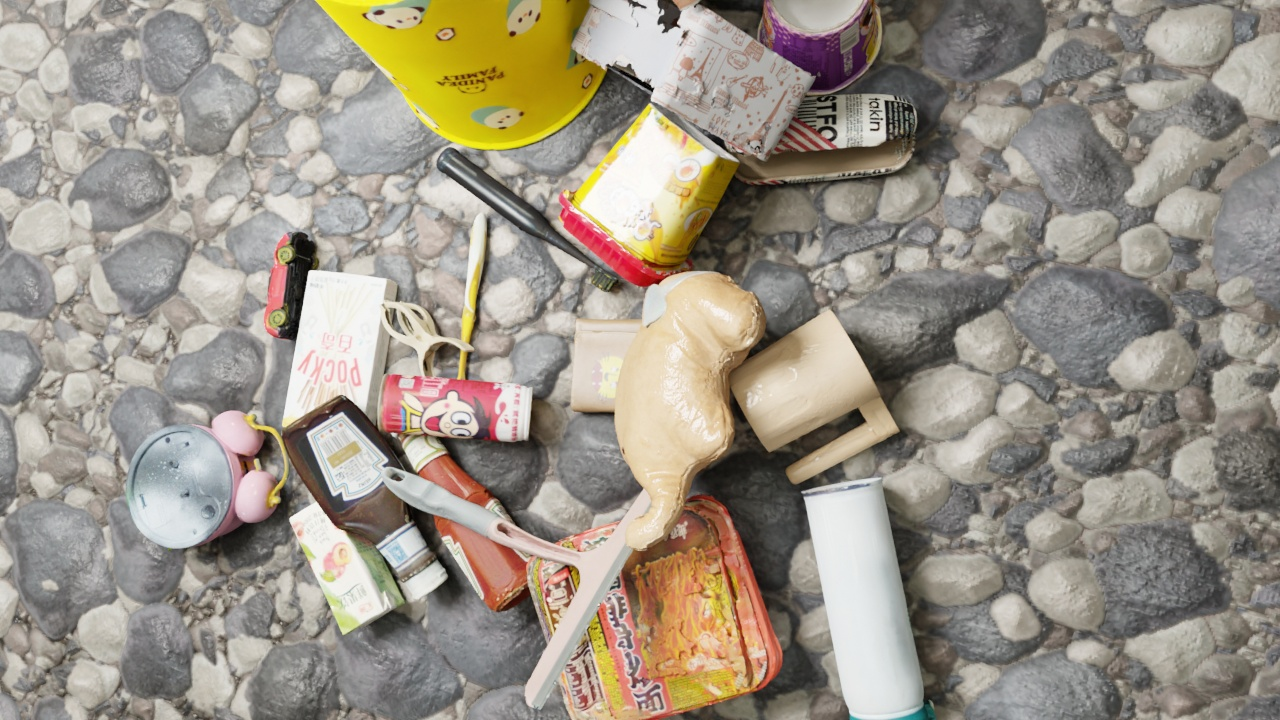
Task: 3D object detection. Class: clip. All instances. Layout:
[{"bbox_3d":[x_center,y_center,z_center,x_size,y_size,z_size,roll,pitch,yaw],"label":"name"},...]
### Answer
[{"bbox_3d":[-0.204,-0.024,0.862,0.097,0.034,0.061,45,105,18],"label":"clip"}]

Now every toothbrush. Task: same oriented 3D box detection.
[{"bbox_3d":[-0.159,-0.046,0.868,0.018,0.016,0.191,4,86,38],"label":"toothbrush"},{"bbox_3d":[-0.106,-0.132,0.862,0.212,0.026,0.027,38,84,12],"label":"toothbrush"}]

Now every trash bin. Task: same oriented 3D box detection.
[{"bbox_3d":[-0.160,-0.327,0.772,0.230,0.255,0.229,-1,85,12],"label":"trash bin"}]

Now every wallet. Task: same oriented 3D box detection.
[{"bbox_3d":[-0.005,0.005,0.827,0.115,0.033,0.090,2,86,15],"label":"wallet"}]

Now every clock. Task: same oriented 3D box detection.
[{"bbox_3d":[-0.412,0.114,0.887,0.159,0.059,0.117,-23,80,10],"label":"clock"}]

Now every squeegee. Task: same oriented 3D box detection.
[{"bbox_3d":[-0.117,0.139,0.770,0.250,0.040,0.246,17,53,25],"label":"squeegee"}]

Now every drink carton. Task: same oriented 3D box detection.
[{"bbox_3d":[-0.273,0.188,0.859,0.053,0.045,0.122,-33,79,13],"label":"drink carton"}]

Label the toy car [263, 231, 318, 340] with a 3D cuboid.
[{"bbox_3d":[-0.342,-0.073,0.893,0.031,0.049,0.106,7,88,10],"label":"toy car"}]

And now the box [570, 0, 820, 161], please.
[{"bbox_3d":[0.054,-0.296,0.728,0.192,0.156,0.183,-59,39,16],"label":"box"}]

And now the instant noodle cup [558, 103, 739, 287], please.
[{"bbox_3d":[0.013,-0.142,0.782,0.116,0.115,0.124,41,109,12],"label":"instant noodle cup"}]

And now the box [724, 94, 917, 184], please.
[{"bbox_3d":[0.158,-0.191,0.808,0.164,0.081,0.074,-5,53,12],"label":"box"}]

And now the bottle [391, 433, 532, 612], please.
[{"bbox_3d":[-0.164,0.130,0.837,0.060,0.059,0.206,-40,73,6],"label":"bottle"}]

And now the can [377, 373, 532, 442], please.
[{"bbox_3d":[-0.165,0.043,0.827,0.132,0.053,0.053,5,86,-6],"label":"can"}]

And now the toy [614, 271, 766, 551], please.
[{"bbox_3d":[0.027,0.038,0.738,0.082,0.143,0.226,16,90,-26],"label":"toy"}]

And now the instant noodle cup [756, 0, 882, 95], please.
[{"bbox_3d":[0.152,-0.299,0.786,0.112,0.099,0.111,-1,84,13],"label":"instant noodle cup"}]

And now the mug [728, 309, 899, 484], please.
[{"bbox_3d":[0.145,0.035,0.776,0.104,0.084,0.124,-30,107,9],"label":"mug"}]

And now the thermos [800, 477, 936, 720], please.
[{"bbox_3d":[0.190,0.212,0.752,0.073,0.073,0.224,-12,83,10],"label":"thermos"}]

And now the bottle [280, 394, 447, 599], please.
[{"bbox_3d":[-0.244,0.128,0.835,0.079,0.044,0.195,-35,90,-23],"label":"bottle"}]

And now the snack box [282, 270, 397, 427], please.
[{"bbox_3d":[-0.290,-0.006,0.889,0.085,0.027,0.156,8,86,12],"label":"snack box"}]

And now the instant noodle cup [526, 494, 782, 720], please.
[{"bbox_3d":[0.013,0.212,0.781,0.189,0.079,0.164,-19,82,11],"label":"instant noodle cup"}]
